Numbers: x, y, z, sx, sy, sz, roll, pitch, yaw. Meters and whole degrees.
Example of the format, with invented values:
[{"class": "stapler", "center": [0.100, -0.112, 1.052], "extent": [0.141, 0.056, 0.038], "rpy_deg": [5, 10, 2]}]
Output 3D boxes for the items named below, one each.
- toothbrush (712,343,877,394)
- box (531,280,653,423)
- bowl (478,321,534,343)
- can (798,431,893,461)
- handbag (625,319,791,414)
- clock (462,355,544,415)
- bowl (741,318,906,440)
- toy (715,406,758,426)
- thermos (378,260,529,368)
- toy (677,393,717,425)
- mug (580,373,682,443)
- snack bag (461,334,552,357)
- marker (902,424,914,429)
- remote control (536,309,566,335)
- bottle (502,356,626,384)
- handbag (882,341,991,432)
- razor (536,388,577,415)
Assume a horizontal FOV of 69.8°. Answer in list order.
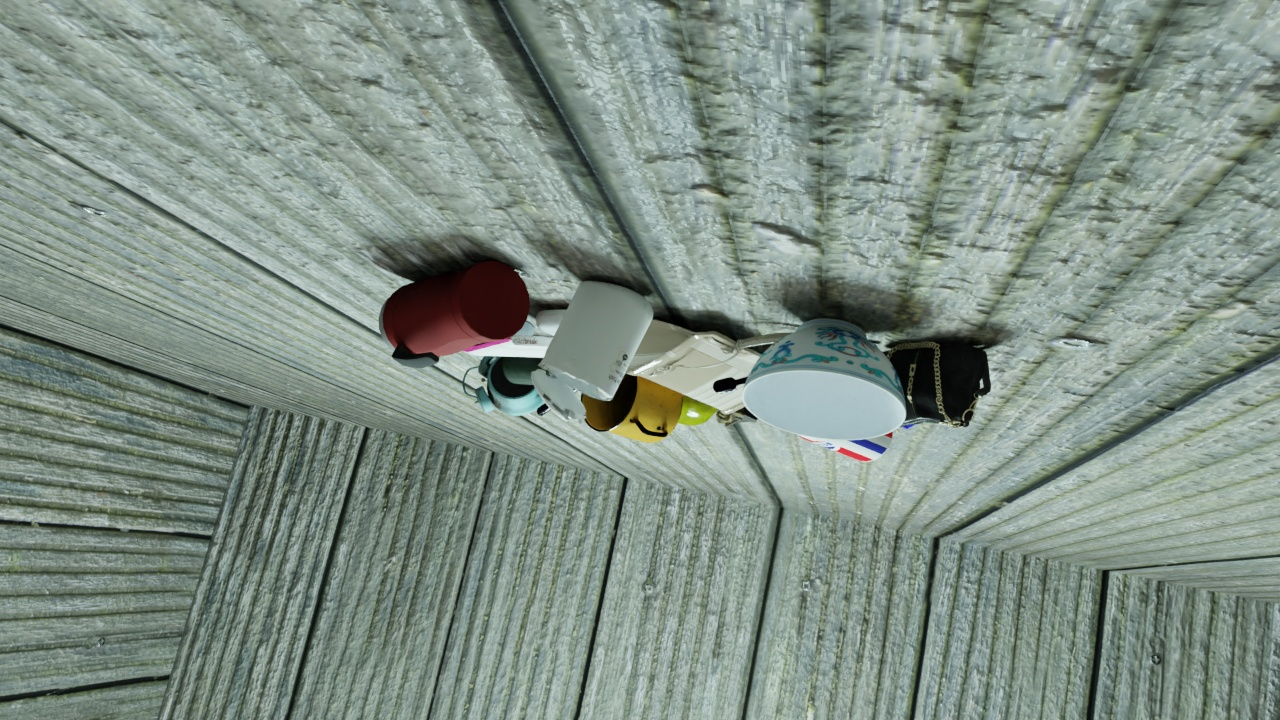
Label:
[{"class": "toothbrush", "center": [0.150, 0.009, 0.902], "extent": [0.168, 0.014, 0.014], "rpy_deg": [-15, 166, 21]}, {"class": "box", "center": [-0.052, -0.005, 0.864], "extent": [0.089, 0.143, 0.080], "rpy_deg": [19, 167, 27]}, {"class": "bowl", "center": [-0.184, -0.032, 1.112], "extent": [0.106, 0.039, 0.106], "rpy_deg": [12, 168, 2]}, {"class": "can", "center": [0.244, 0.076, 1.112], "extent": [0.132, 0.070, 0.070], "rpy_deg": [22, 165, -40]}, {"class": "handbag", "center": [0.113, -0.003, 0.955], "extent": [0.198, 0.062, 0.175], "rpy_deg": [-10, 157, 41]}, {"class": "clock", "center": [-0.188, 0.028, 1.284], "extent": [0.124, 0.090, 0.053], "rpy_deg": [1, 157, 1]}, {"class": "bowl", "center": [0.169, 0.010, 0.832], "extent": [0.144, 0.074, 0.144], "rpy_deg": [11, 155, 5]}, {"class": "toy", "center": [0.116, 0.050, 1.160], "extent": [0.076, 0.062, 0.100], "rpy_deg": [31, 165, 23]}, {"class": "thermos", "center": [-0.200, -0.039, 0.933], "extent": [0.084, 0.107, 0.199], "rpy_deg": [40, 154, -27]}, {"class": "toy", "center": [0.070, 0.063, 1.277], "extent": [0.090, 0.051, 0.110], "rpy_deg": [15, 166, -25]}, {"class": "mug", "center": [-0.004, 0.059, 1.178], "extent": [0.094, 0.101, 0.123], "rpy_deg": [20, -157, -43]}, {"class": "snack bag", "center": [-0.114, -0.016, 1.047], "extent": [0.070, 0.016, 0.196], "rpy_deg": [-13, 171, 34]}, {"class": "marker", "center": [0.285, 0.055, 1.096], "extent": [0.141, 0.020, 0.020], "rpy_deg": [22, 165, -41]}, {"class": "remote control", "center": [-0.050, -0.029, 1.024], "extent": [0.060, 0.025, 0.138], "rpy_deg": [1, 166, 43]}, {"class": "bottle", "center": [-0.093, 0.007, 1.172], "extent": [0.174, 0.055, 0.055], "rpy_deg": [3, 166, 31]}, {"class": "handbag", "center": [0.263, 0.026, 0.834], "extent": [0.054, 0.079, 0.129], "rpy_deg": [16, 169, -26]}, {"class": "razor", "center": [-0.093, 0.037, 1.231], "extent": [0.042, 0.022, 0.145], "rpy_deg": [22, 133, -36]}]
